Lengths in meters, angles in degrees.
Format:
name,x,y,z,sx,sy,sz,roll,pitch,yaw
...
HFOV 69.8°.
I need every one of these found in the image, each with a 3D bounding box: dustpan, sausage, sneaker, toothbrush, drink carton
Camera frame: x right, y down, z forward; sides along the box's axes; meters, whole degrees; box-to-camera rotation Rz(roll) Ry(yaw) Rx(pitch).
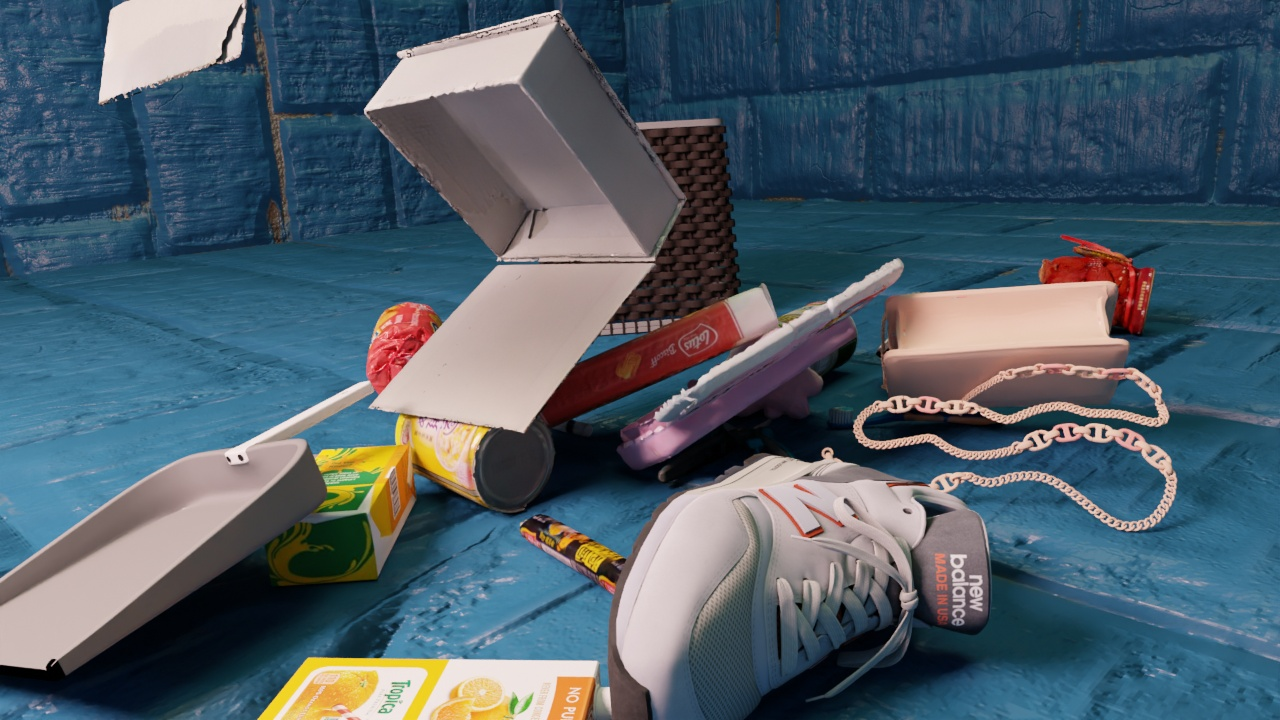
name,x,y,z,sx,sy,sz,roll,pitch,yaw
dustpan,-0.237,0.076,0.502,0.163,0.033,0.256,-10,16,34
sausage,-0.023,0.108,0.491,0.020,0.020,0.155,-13,17,-34
sneaker,0.084,0.091,0.394,0.124,0.089,0.239,0,11,23
toothbrush,0.213,0.042,0.710,0.135,0.017,0.021,-2,27,6
drink carton,-0.178,0.089,0.560,0.058,0.041,0.122,-4,14,-2
drink carton,-0.071,0.140,0.328,0.122,0.040,0.058,-2,14,7
toothbrush,-0.113,0.046,0.784,0.187,0.012,0.017,8,31,40

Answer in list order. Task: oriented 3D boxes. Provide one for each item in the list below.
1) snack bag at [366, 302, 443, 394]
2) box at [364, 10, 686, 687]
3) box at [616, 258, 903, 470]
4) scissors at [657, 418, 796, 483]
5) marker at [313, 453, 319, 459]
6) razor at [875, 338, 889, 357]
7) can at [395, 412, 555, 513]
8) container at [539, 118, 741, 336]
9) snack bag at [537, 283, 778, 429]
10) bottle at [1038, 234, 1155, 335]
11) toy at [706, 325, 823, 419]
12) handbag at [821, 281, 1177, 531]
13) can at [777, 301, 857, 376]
name,x,y,z,sx,sy,sz,roll,pitch,yaw
snack bag,-0.226,-0.007,0.897,0.082,0.082,0.176,-6,14,-11
box,-0.081,0.006,0.645,0.167,0.446,0.164,5,7,41
box,0.085,0.005,0.637,0.200,0.041,0.154,-30,-4,-28
scissors,0.061,0.065,0.652,0.118,0.019,0.148,-8,11,-12
marker,-0.277,0.084,0.665,0.138,0.016,0.022,-8,46,-21
razor,0.287,0.002,0.793,0.156,0.060,0.057,19,6,8
can,-0.112,0.057,0.618,0.067,0.068,0.105,-15,19,-40
container,-0.014,-0.180,1.189,0.245,0.244,0.247,-5,14,-6
snack bag,-0.004,0.004,0.704,0.225,0.041,0.077,-22,-3,-4
bottle,0.478,-0.077,0.971,0.111,0.099,0.098,10,18,28
toy,0.103,0.012,0.757,0.096,0.099,0.053,28,-8,21
handbag,0.234,0.047,0.626,0.199,0.117,0.186,-2,58,17
can,0.145,-0.012,0.840,0.067,0.067,0.120,7,18,36
